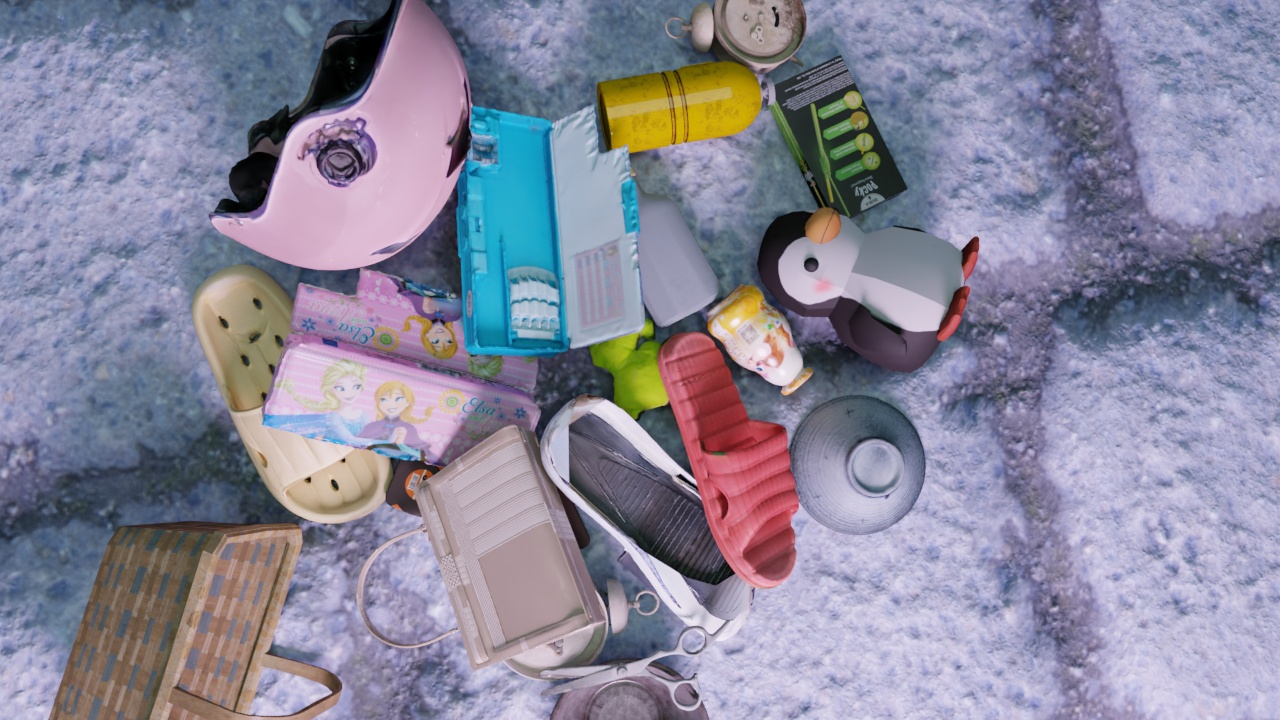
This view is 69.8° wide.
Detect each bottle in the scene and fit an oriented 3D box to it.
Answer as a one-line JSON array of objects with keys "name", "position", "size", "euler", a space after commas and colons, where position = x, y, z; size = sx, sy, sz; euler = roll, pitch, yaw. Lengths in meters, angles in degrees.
[{"name": "bottle", "position": [0.114, -0.018, 0.866], "size": [0.063, 0.063, 0.109], "euler": [-40, 91, -7]}, {"name": "bottle", "position": [0.011, -0.116, 0.872], "size": [0.072, 0.046, 0.161], "euler": [-29, 89, -6]}, {"name": "bottle", "position": [0.045, -0.244, 0.873], "size": [0.163, 0.071, 0.071], "euler": [-11, 87, -6]}]

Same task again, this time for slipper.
[{"name": "slipper", "position": [0.093, 0.082, 0.839], "size": [0.103, 0.059, 0.248], "euler": [-12, 79, -44]}, {"name": "slipper", "position": [-0.323, 0.032, 0.818], "size": [0.111, 0.079, 0.261], "euler": [-30, 89, -3]}, {"name": "slipper", "position": [0.008, 0.142, 0.834], "size": [0.264, 0.063, 0.111], "euler": [47, 60, -16]}]

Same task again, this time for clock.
[{"name": "clock", "position": [-0.062, 0.227, 0.834], "size": [0.157, 0.061, 0.103], "euler": [-7, 99, -2]}, {"name": "clock", "position": [0.091, -0.322, 0.890], "size": [0.140, 0.055, 0.093], "euler": [-6, 86, -13]}]

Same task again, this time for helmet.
[{"name": "helmet", "position": [-0.230, -0.181, 0.771], "size": [0.152, 0.229, 0.256], "euler": [35, 105, -27]}]

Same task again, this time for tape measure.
[{"name": "tape measure", "position": [-0.197, 0.115, 0.843], "size": [0.059, 0.038, 0.058], "euler": [17, 77, 8]}]

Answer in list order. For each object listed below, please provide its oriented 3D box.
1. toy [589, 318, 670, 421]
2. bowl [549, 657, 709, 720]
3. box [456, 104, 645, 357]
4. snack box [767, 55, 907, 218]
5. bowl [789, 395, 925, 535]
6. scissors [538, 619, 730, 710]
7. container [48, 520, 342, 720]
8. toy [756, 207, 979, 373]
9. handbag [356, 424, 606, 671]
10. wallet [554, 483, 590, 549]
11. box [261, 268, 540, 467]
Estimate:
[{"name": "toy", "position": [-0.005, 0.005, 0.869], "size": [0.093, 0.036, 0.094], "euler": [29, 77, 3]}, {"name": "bowl", "position": [-0.012, 0.335, 0.828], "size": [0.145, 0.067, 0.145], "euler": [0, 86, -5]}, {"name": "box", "position": [-0.083, -0.120, 0.837], "size": [0.170, 0.085, 0.227], "euler": [-5, 79, 2]}, {"name": "snack box", "position": [0.192, -0.215, 0.905], "size": [0.080, 0.025, 0.147], "euler": [-26, 89, -6]}, {"name": "bowl", "position": [0.214, 0.100, 0.869], "size": [0.137, 0.057, 0.137], "euler": [0, 86, -5]}, {"name": "scissors", "position": [-0.003, 0.256, 0.792], "size": [0.161, 0.014, 0.117], "euler": [21, 85, -6]}, {"name": "container", "position": [-0.352, 0.260, 0.762], "size": [0.186, 0.157, 0.249], "euler": [15, 85, 7]}, {"name": "toy", "position": [0.197, -0.071, 0.861], "size": [0.184, 0.140, 0.158], "euler": [24, 51, 6]}, {"name": "handbag", "position": [-0.154, 0.177, 0.782], "size": [0.198, 0.062, 0.175], "euler": [-25, 73, 7]}, {"name": "wallet", "position": [-0.116, 0.156, 0.858], "size": [0.115, 0.018, 0.091], "euler": [-25, 89, -4]}, {"name": "box", "position": [-0.193, 0.010, 0.800], "size": [0.230, 0.063, 0.160], "euler": [16, 84, -28]}]
